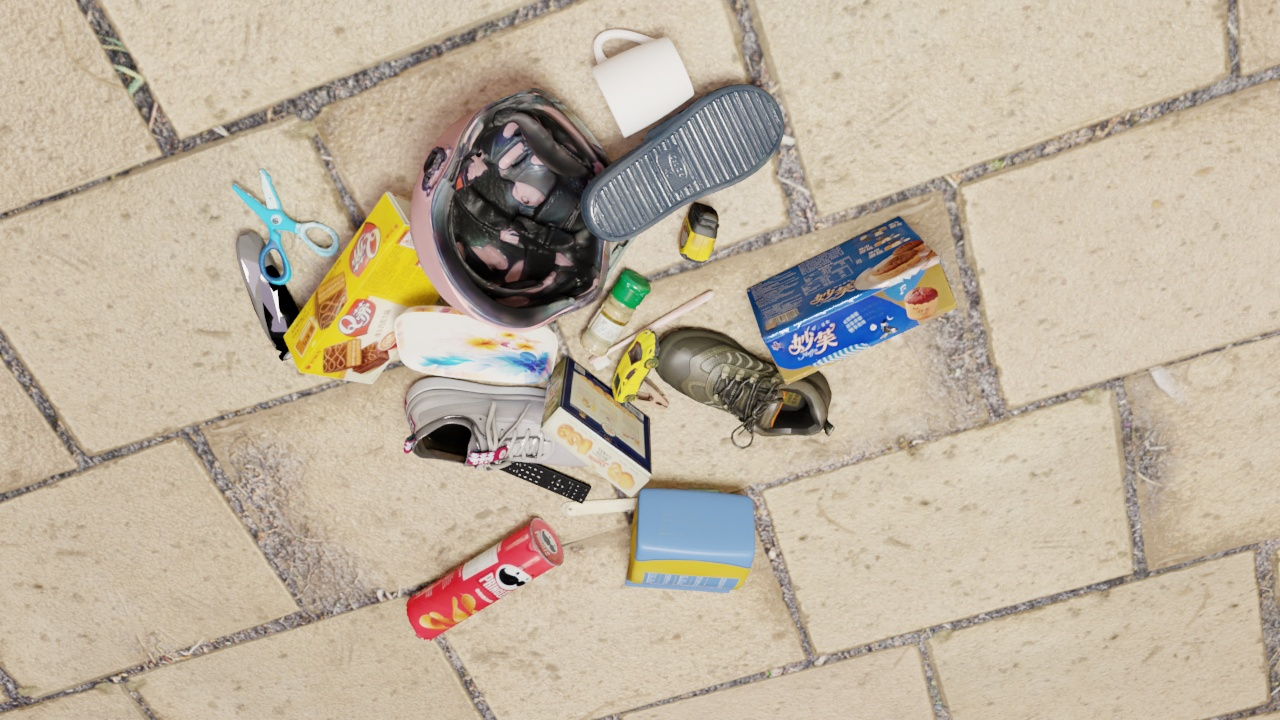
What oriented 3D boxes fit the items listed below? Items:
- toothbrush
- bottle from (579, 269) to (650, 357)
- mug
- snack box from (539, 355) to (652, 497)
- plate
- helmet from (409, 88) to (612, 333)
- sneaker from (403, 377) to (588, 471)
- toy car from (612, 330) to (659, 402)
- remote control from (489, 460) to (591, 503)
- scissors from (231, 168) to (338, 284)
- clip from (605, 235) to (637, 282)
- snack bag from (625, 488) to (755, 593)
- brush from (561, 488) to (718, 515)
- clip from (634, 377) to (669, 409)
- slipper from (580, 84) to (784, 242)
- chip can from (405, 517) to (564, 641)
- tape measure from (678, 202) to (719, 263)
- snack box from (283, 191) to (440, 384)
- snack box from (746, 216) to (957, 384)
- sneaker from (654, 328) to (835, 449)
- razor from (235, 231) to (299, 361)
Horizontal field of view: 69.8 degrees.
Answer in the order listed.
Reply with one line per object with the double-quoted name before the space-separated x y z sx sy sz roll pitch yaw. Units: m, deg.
"toothbrush" 0.015 -0.038 1.145 0.181 0.015 0.018 -30 119 14
"bottle" -0.032 -0.056 1.121 0.043 0.043 0.111 29 112 -14
"mug" -0.003 -0.311 0.988 0.088 0.081 0.114 -26 82 5
"snack box" -0.052 0.078 1.128 0.144 0.144 0.043 38 110 -17
"plate" -0.194 -0.019 1.092 0.187 0.016 0.187 6 156 -8
"helmet" -0.148 -0.154 0.982 0.230 0.153 0.255 33 69 -43
"sneaker" -0.170 0.097 1.147 0.263 0.128 0.097 12 117 -10
"toy car" -0.007 0.007 1.137 0.030 0.049 0.107 13 129 -25
"remote control" -0.135 0.155 1.237 0.140 0.009 0.030 24 113 -9
"scissors" -0.430 -0.151 1.069 0.140 0.013 0.114 42 81 -21
"clip" -0.028 -0.126 1.099 0.049 0.023 0.078 15 113 -6
"snack bag" 0.063 0.266 1.248 0.159 0.102 0.206 5 141 -3
"brush" -0.001 0.197 1.261 0.218 0.012 0.033 -4 116 4
"clip" 0.014 0.039 1.179 0.060 0.024 0.040 18 117 -19
"slipper" 0.037 -0.221 1.010 0.263 0.082 0.101 -34 116 -16
"chip can" -0.220 0.307 1.277 0.233 0.073 0.073 -33 111 15
"tape measure" 0.070 -0.146 1.066 0.037 0.065 0.064 14 110 -12
"snack box" -0.305 -0.078 1.068 0.231 0.061 0.110 -48 148 19
"snack box" 0.235 -0.072 1.053 0.203 0.154 0.069 -26 112 11
"sneaker" 0.128 0.049 1.117 0.238 0.142 0.101 16 115 -8
"razor" -0.443 -0.079 1.103 0.060 0.057 0.156 -14 109 37
